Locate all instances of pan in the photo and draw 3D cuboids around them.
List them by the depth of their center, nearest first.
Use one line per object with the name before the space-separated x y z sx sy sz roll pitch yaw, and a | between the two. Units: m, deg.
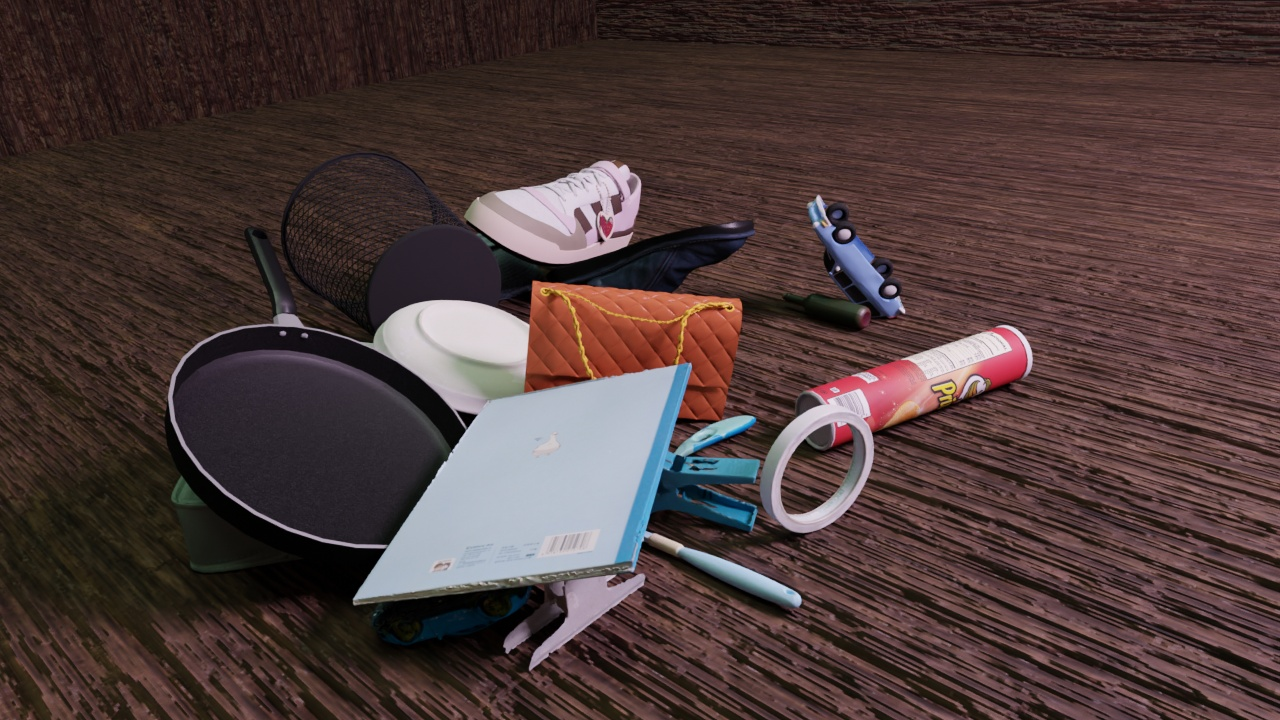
pan | -0.258 0.013 0.708 0.225 0.034 0.356 6 38 -45

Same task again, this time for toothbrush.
toothbrush | 0.040 0.133 0.617 0.155 0.016 0.022 17 26 37
toothbrush | 0.046 0.068 0.748 0.135 0.017 0.022 -24 29 -34

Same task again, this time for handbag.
handbag | -0.282 0.093 0.692 0.106 0.067 0.121 -5 26 -4
handbag | -0.008 -0.008 0.769 0.172 0.109 0.060 4 31 -7

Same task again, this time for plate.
plate | -0.153 -0.013 0.853 0.182 0.034 0.182 16 26 -9

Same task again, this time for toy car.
toy car | -0.117 0.154 0.581 0.105 0.032 0.048 -17 25 7
toy car | 0.219 -0.103 0.951 0.055 0.153 0.056 -35 27 23

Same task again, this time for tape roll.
tape roll | 0.123 0.075 0.634 0.092 0.093 0.013 -18 29 -27

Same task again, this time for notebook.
notebook | -0.066 0.074 0.635 0.181 0.009 0.252 -11 23 17

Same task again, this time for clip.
clip | -0.034 0.145 0.566 0.052 0.060 0.101 36 44 27
clip | 0.020 0.071 0.655 0.130 0.120 0.030 -8 22 23

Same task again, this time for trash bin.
trash bin | -0.262 -0.107 0.991 0.183 0.184 0.210 -20 36 -29

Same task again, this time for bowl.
bowl | -0.192 -0.122 1.132 0.137 0.057 0.137 -4 26 2

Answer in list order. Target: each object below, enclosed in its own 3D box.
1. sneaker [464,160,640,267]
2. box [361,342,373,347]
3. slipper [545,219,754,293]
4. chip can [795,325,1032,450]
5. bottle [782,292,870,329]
sneaker | -0.083 -0.187 1.087 0.112 0.117 0.293 37 23 23
box | -0.247 0.022 0.817 0.143 0.044 0.184 3 20 -6
slipper | 0.014 -0.089 1.013 0.266 0.083 0.108 -14 0 34
chip can | 0.233 0.021 0.776 0.214 0.052 0.052 -16 28 -22
bottle | 0.194 -0.057 0.972 0.025 0.025 0.106 -26 33 -37
